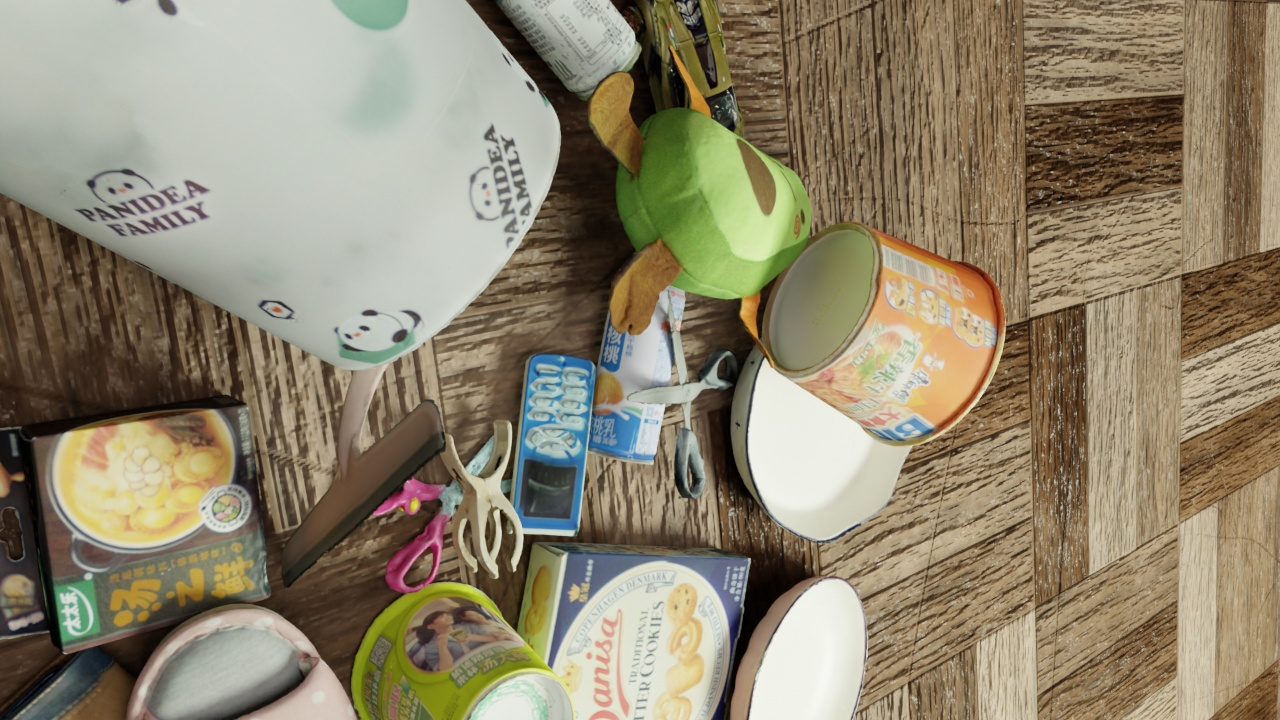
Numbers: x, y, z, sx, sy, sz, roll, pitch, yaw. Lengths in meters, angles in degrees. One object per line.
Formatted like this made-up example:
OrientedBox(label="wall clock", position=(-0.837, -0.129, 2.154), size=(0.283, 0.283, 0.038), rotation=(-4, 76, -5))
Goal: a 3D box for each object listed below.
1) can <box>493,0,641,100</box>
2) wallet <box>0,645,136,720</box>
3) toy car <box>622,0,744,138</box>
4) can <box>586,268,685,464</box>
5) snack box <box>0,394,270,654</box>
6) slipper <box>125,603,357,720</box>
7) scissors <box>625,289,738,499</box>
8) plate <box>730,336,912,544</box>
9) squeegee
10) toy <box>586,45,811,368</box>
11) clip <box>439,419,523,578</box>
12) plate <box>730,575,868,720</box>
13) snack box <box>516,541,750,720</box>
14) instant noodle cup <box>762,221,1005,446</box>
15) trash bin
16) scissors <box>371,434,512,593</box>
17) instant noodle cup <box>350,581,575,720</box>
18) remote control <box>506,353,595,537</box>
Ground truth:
OrientedBox(label="can", position=(-0.064, -0.239, 0.582), size=(0.146, 0.058, 0.058), rotation=(45, 70, -30))
OrientedBox(label="wallet", position=(-0.295, 0.218, 0.495), size=(0.090, 0.033, 0.115), rotation=(-46, 122, -23))
OrientedBox(label="toy car", position=(0.038, -0.208, 0.670), size=(0.070, 0.042, 0.158), rotation=(-29, 114, -28))
OrientedBox(label="can", position=(-0.004, 0.004, 0.658), size=(0.053, 0.053, 0.134), rotation=(12, 89, -36))
OrientedBox(label="snack box", position=(-0.272, 0.084, 0.486), size=(0.125, 0.053, 0.113), rotation=(-11, 102, -39))
OrientedBox(label="slipper", position=(-0.203, 0.264, 0.511), size=(0.114, 0.054, 0.274), rotation=(-16, 109, -25))
OrientedBox(label="scissors", position=(0.032, 0.028, 0.665), size=(0.178, 0.014, 0.159), rotation=(-6, 102, -61))
OrientedBox(label="plate", position=(0.155, 0.048, 0.780), size=(0.204, 0.046, 0.205), rotation=(-5, 100, -34))
OrientedBox(label="squeegee", position=(-0.131, -0.015, 0.529), size=(0.040, 0.248, 0.248), rotation=(32, 50, -18))
OrientedBox(label="toy", position=(0.047, -0.102, 0.609), size=(0.246, 0.090, 0.227), rotation=(-13, 91, -58))
OrientedBox(label="clip", position=(-0.103, 0.090, 0.600), size=(0.070, 0.035, 0.100), rotation=(-13, 97, -41))
OrientedBox(label="plate", position=(0.131, 0.273, 0.778), size=(0.192, 0.039, 0.192), rotation=(-11, 105, -47))
OrientedBox(label="snack box", position=(-0.010, 0.230, 0.687), size=(0.182, 0.046, 0.178), rotation=(10, 90, -36))
OrientedBox(label="instant noodle cup", position=(0.169, -0.025, 0.671), size=(0.111, 0.151, 0.151), rotation=(23, 82, -26))
OrientedBox(label="trash bin", position=(-0.186, -0.136, 0.420), size=(0.252, 0.230, 0.229), rotation=(39, 73, -38))
OrientedBox(label="scissors", position=(-0.127, 0.099, 0.608), size=(0.133, 0.017, 0.118), rotation=(-4, 95, -38))
OrientedBox(label="instant noodle cup", position=(-0.105, 0.210, 0.569), size=(0.111, 0.124, 0.112), rotation=(-5, 98, -35))
OrientedBox(label="remote control", position=(-0.062, 0.059, 0.633), size=(0.049, 0.024, 0.125), rotation=(7, 86, -19))
